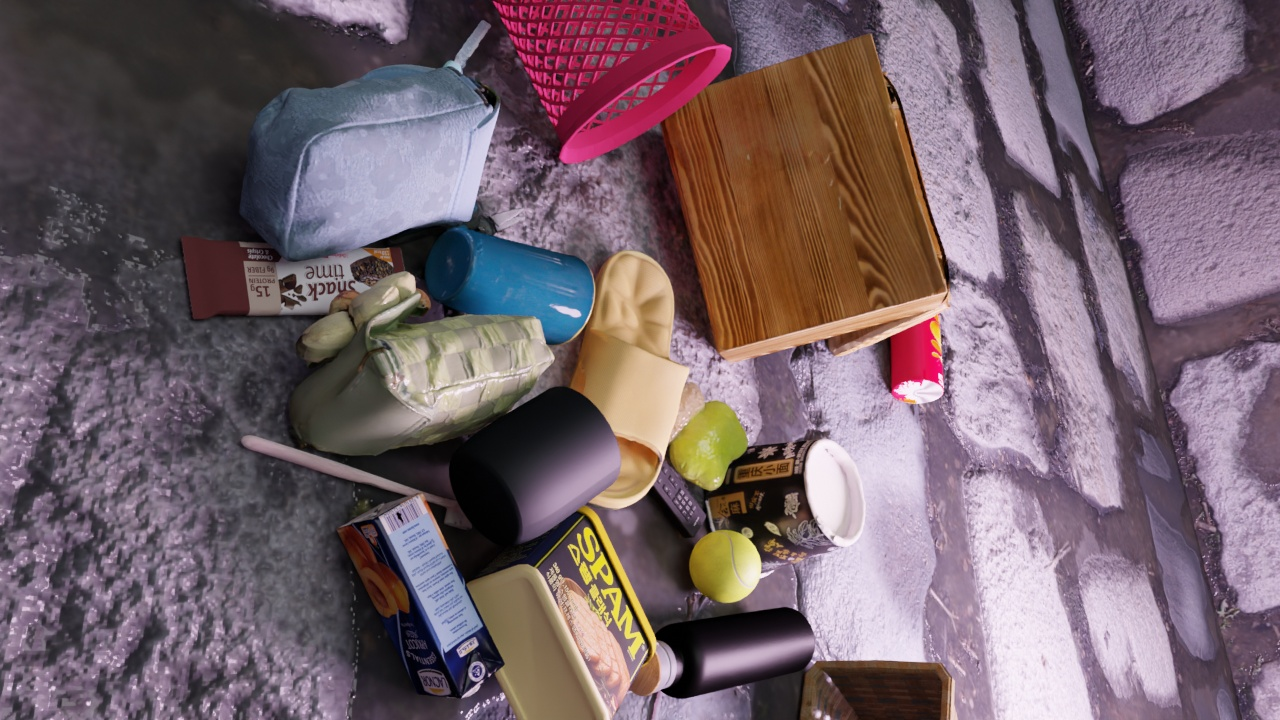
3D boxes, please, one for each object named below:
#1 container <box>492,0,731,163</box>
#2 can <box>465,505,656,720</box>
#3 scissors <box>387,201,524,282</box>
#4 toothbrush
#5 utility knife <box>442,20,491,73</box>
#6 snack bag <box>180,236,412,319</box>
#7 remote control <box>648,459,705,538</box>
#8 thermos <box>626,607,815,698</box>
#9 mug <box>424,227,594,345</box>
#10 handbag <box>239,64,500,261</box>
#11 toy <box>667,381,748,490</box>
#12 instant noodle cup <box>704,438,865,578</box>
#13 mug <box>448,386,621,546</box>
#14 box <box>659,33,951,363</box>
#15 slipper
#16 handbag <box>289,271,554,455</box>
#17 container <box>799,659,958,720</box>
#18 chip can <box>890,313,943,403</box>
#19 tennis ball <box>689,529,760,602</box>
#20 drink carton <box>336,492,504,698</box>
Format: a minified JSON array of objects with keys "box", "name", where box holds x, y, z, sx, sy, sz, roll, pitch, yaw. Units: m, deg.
[{"box":[-0.053,-0.329,0.845,0.182,0.184,0.226,-32,91,-50],"name":"container"},{"box":[-0.057,0.188,0.659,0.135,0.075,0.104,65,21,-5],"name":"can"},{"box":[-0.148,-0.106,0.749,0.140,0.019,0.128,26,57,-39],"name":"scissors"},{"box":[-0.187,0.085,0.628,0.181,0.016,0.018,29,60,-39],"name":"toothbrush"},{"box":[-0.164,-0.247,0.794,0.022,0.016,0.179,44,48,-28],"name":"utility knife"},{"box":[-0.231,-0.056,0.635,0.157,0.013,0.057,-2,78,-45],"name":"snack bag"},{"box":[0.013,0.104,0.843,0.136,0.015,0.032,54,42,-14],"name":"remote control"},{"box":[0.063,0.255,0.799,0.231,0.061,0.061,9,67,-46],"name":"thermos"},{"box":[-0.105,-0.061,0.727,0.121,0.078,0.078,14,64,-48],"name":"mug"},{"box":[-0.193,-0.146,0.650,0.118,0.122,0.191,40,41,21],"name":"handbag"},{"box":[0.051,0.064,0.877,0.115,0.046,0.091,47,55,-9],"name":"toy"},{"box":[0.148,0.138,0.904,0.137,0.113,0.137,23,57,-41],"name":"instant noodle cup"},{"box":[-0.089,0.074,0.662,0.094,0.122,0.085,-31,116,-39],"name":"mug"},{"box":[0.212,-0.156,1.040,0.315,0.282,0.279,26,50,-73],"name":"box"},{"box":[-0.005,0.005,0.806,0.099,0.079,0.262,25,52,-25],"name":"slipper"},{"box":[-0.153,-0.003,0.638,0.186,0.113,0.117,-11,74,-53],"name":"handbag"},{"box":[0.206,0.392,0.831,0.186,0.158,0.249,50,42,-37],"name":"container"},{"box":[0.383,-0.052,1.282,0.069,0.069,0.220,31,53,-36],"name":"chip can"},{"box":[0.077,0.188,0.840,0.065,0.065,0.065,22,59,-41],"name":"tennis ball"},{"box":[-0.145,0.157,0.606,0.040,0.064,0.130,-29,96,-41],"name":"drink carton"}]
